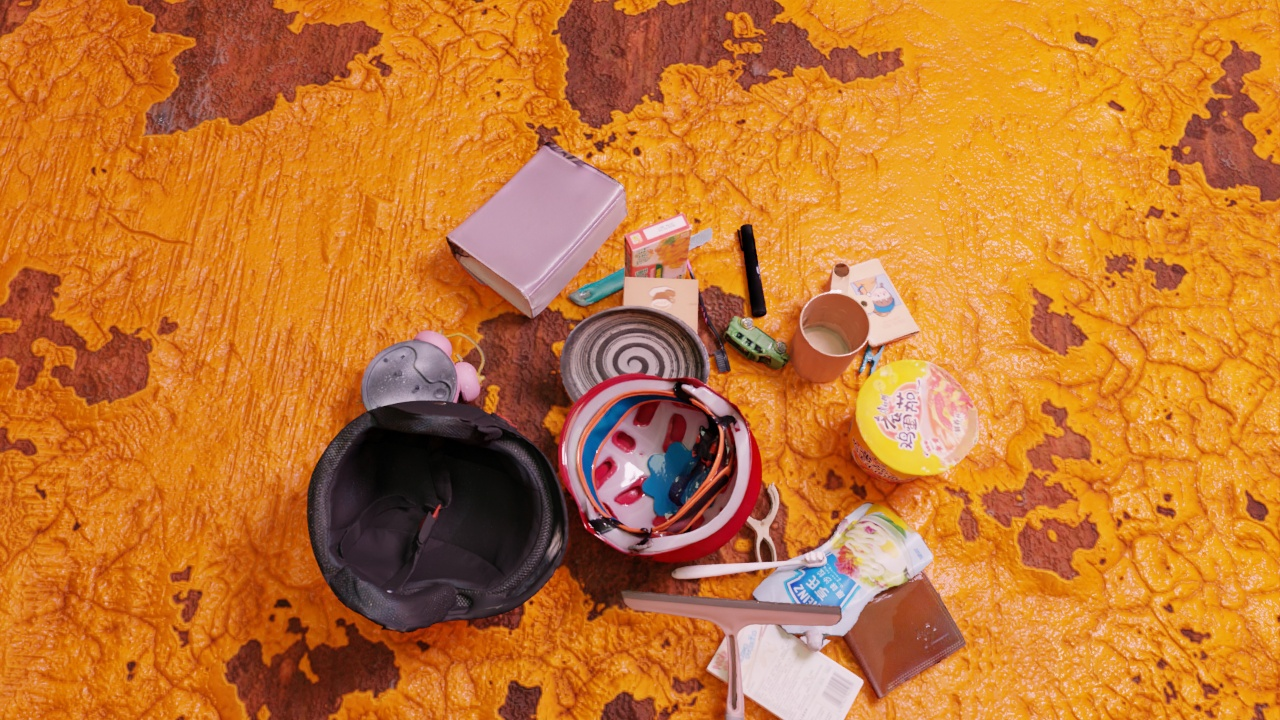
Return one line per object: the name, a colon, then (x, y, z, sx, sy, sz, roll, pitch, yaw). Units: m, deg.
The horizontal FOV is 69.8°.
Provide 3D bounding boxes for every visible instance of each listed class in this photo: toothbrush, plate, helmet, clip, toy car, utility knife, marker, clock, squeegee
toothbrush: (0.124, 0.237, 1.061, 0.180, 0.016, 0.016, -8, 44, 11)
plate: (-0.007, 0.006, 1.101, 0.179, 0.180, 0.024, 5, 34, 2)
helmet: (0.032, 0.129, 1.055, 0.240, 0.144, 0.207, 30, 82, 37)
clip: (0.295, -0.005, 1.174, 0.043, 0.014, 0.056, 24, 69, 7)
helmet: (-0.215, 0.159, 0.997, 0.274, 0.230, 0.233, 17, 90, -7)
toy car: (0.147, -0.020, 1.163, 0.091, 0.043, 0.036, 33, 70, 13)
utility knife: (0.004, -0.126, 1.217, 0.216, 0.013, 0.029, -28, 76, -11)
marker: (0.147, -0.119, 1.212, 0.022, 0.020, 0.132, -11, 69, 13)
clock: (-0.265, 0.027, 1.135, 0.158, 0.060, 0.117, -43, 74, -13)
clip: (0.153, 0.188, 1.090, 0.092, 0.035, 0.103, -31, 77, -10)
squeegee: (0.099, 0.377, 0.995, 0.248, 0.040, 0.249, -1, 88, 23)
toothbrush: (0.079, -0.070, 1.192, 0.018, 0.014, 0.189, -20, 74, 2)

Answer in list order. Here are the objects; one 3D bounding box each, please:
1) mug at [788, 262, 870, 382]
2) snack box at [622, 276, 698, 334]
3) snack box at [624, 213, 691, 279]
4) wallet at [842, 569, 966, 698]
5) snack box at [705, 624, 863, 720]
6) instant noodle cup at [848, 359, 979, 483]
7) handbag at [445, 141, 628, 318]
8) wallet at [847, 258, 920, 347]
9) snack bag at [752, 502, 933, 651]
mug: (0.233, -0.044, 1.139, 0.084, 0.104, 0.124, 9, 69, 3)
snack box: (0.023, -0.049, 1.145, 0.093, 0.094, 0.077, 3, 69, 1)
snack box: (0.019, -0.123, 1.140, 0.077, 0.156, 0.027, -21, 71, -8)
wallet: (0.295, 0.310, 1.047, 0.124, 0.032, 0.101, -28, 74, -9)
snack box: (0.161, 0.354, 1.031, 0.157, 0.027, 0.084, 31, 73, 11)
instant noodle cup: (0.312, 0.082, 1.089, 0.138, 0.110, 0.137, 0, 69, 0)
handbag: (-0.131, -0.172, 1.189, 0.145, 0.098, 0.196, 38, 75, 11)
wallet: (0.300, -0.074, 1.187, 0.087, 0.024, 0.115, -15, 70, -25)
snack bag: (0.232, 0.247, 1.054, 0.190, 0.039, 0.110, -33, 54, -14)
